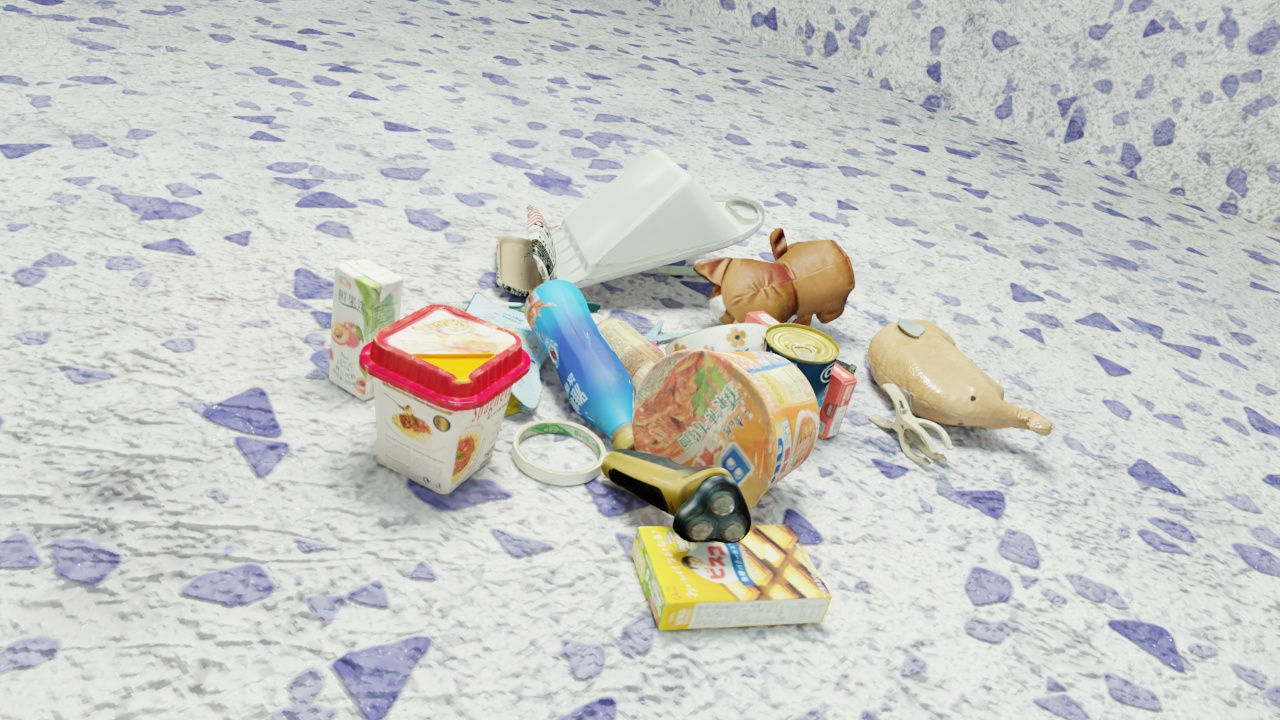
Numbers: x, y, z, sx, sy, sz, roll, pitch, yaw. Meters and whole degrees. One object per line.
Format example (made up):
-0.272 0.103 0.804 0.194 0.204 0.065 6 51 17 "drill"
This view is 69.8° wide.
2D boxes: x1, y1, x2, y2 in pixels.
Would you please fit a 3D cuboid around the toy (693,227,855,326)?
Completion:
0.163 -0.087 1.139 0.199 0.131 0.140 -20 81 -30 "toy"

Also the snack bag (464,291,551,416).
-0.144 -0.011 0.955 0.110 0.039 0.190 14 27 -2 "snack bag"

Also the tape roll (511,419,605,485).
-0.075 0.083 0.841 0.086 0.014 0.085 10 29 -6 "tape roll"

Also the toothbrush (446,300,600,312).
-0.136 -0.064 1.076 0.191 0.016 0.018 -2 22 -26 "toothbrush"

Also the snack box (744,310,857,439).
0.164 0.013 1.000 0.025 0.075 0.153 -11 37 -36 "snack box"

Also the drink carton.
-0.255 -0.030 0.855 0.053 0.123 0.045 27 30 24 "drink carton"

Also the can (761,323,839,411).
0.151 0.028 0.933 0.075 0.111 0.075 8 30 -5 "can"

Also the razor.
0.021 0.107 0.763 0.067 0.062 0.168 -37 28 -25 "razor"

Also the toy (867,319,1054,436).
0.355 0.031 1.045 0.143 0.083 0.226 -12 39 -24 "toy"

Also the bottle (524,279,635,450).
-0.051 0.010 0.914 0.065 0.065 0.218 -6 47 -31 "bottle"

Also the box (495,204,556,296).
-0.148 -0.129 1.148 0.088 0.076 0.162 -26 33 4 "box"

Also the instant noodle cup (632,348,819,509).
0.083 0.057 0.828 0.151 0.152 0.111 32 26 30 "instant noodle cup"

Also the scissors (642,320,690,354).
0.002 -0.026 1.069 0.113 0.017 0.134 12 24 7 "scissors"

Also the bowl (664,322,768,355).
0.086 0.005 0.977 0.113 0.114 0.062 -3 74 -26 "bowl"

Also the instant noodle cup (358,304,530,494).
-0.167 0.034 0.776 0.117 0.124 0.116 22 31 17 "instant noodle cup"

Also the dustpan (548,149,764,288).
0.022 -0.165 1.200 0.142 0.258 0.222 46 8 -27 "dustpan"

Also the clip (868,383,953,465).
0.287 0.073 0.986 0.034 0.072 0.100 -9 42 -32 "clip"

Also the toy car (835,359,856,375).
0.215 0.022 1.047 0.043 0.036 0.091 23 31 20 "toy car"

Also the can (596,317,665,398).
-0.006 0.006 0.961 0.058 0.059 0.116 -10 37 -35 "can"

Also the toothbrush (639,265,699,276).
0.052 -0.126 1.261 0.189 0.029 0.020 1 73 -23 "toothbrush"

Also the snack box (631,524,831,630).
0.071 0.170 0.730 0.140 0.034 0.087 1 30 -17 "snack box"
